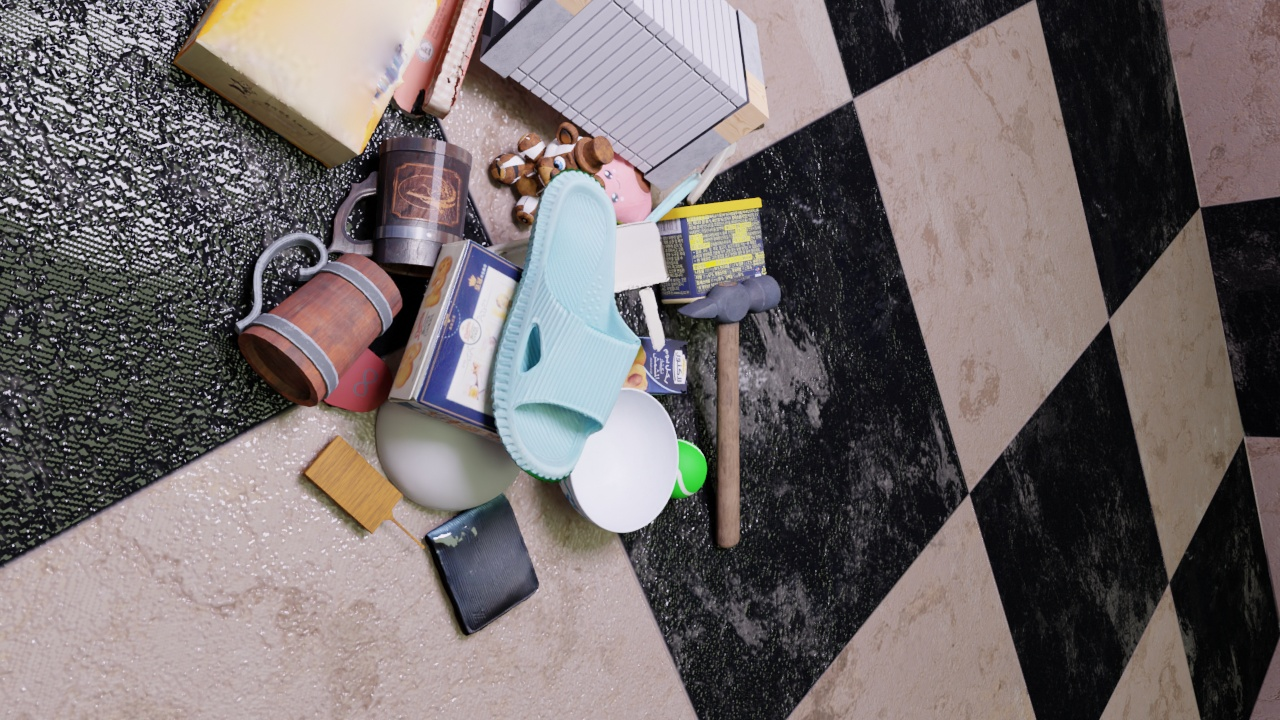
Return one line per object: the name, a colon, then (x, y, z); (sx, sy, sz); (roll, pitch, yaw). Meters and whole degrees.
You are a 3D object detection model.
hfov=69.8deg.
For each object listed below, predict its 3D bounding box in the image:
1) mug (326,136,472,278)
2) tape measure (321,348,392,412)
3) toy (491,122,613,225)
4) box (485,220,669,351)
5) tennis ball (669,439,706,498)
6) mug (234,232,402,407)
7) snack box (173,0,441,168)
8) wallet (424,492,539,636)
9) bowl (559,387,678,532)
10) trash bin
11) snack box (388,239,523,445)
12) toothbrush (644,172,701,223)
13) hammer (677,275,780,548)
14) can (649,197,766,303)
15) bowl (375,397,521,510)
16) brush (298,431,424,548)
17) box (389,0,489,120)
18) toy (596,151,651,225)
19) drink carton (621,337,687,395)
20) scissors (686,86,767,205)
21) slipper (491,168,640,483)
mug: (-0.210, -0.133, 0.804); (0.115, 0.080, 0.107); (5, 86, -13)
tape measure: (-0.246, 0.022, 0.796); (0.051, 0.019, 0.058); (48, 66, -32)
toy: (-0.080, -0.186, 0.894); (0.087, 0.113, 0.067); (61, 42, -21)
box: (-0.057, -0.058, 0.893); (0.180, 0.080, 0.143); (-16, 100, -17)
tennis ball: (0.041, 0.120, 1.018); (0.065, 0.065, 0.065); (2, 87, -42)
mug: (-0.270, -0.040, 0.747); (0.117, 0.082, 0.110); (41, 56, -6)
snack box: (-0.258, -0.282, 0.753); (0.145, 0.081, 0.195); (34, 66, -35)
wallet: (-0.148, 0.194, 0.873); (0.089, 0.026, 0.115); (-30, 108, -37)
bowl: (-0.038, 0.100, 0.942); (0.143, 0.074, 0.144); (2, 87, -42)
trash bin: (-0.011, -0.314, 0.905); (0.246, 0.143, 0.142); (28, 47, -38)
snack box: (-0.127, -0.009, 0.794); (0.145, 0.043, 0.144); (29, 72, -42)
toothbrush: (0.002, -0.138, 0.980); (0.180, 0.016, 0.016); (-45, 134, -8)
hammer: (0.099, 0.069, 1.049); (0.129, 0.040, 0.322); (-16, 114, -36)
can: (0.080, -0.127, 1.058); (0.135, 0.075, 0.104); (-15, 101, -41)
bowl: (-0.160, 0.066, 0.833); (0.149, 0.043, 0.149); (-1, 93, -29)
brush: (-0.237, 0.122, 0.801); (0.126, 0.017, 0.048); (52, 57, -28)
box: (-0.177, -0.311, 0.848); (0.067, 0.057, 0.187); (16, 74, -8)
toy: (-0.032, -0.180, 0.972); (0.109, 0.051, 0.090); (-23, 107, -44)
drink carton: (-0.006, 0.006, 0.998); (0.129, 0.040, 0.064); (3, 87, -42)
scissors: (0.098, -0.265, 1.097); (0.198, 0.015, 0.179); (12, 99, -62)
slipper: (-0.058, -0.034, 0.786); (0.115, 0.070, 0.276); (18, 77, -42)
